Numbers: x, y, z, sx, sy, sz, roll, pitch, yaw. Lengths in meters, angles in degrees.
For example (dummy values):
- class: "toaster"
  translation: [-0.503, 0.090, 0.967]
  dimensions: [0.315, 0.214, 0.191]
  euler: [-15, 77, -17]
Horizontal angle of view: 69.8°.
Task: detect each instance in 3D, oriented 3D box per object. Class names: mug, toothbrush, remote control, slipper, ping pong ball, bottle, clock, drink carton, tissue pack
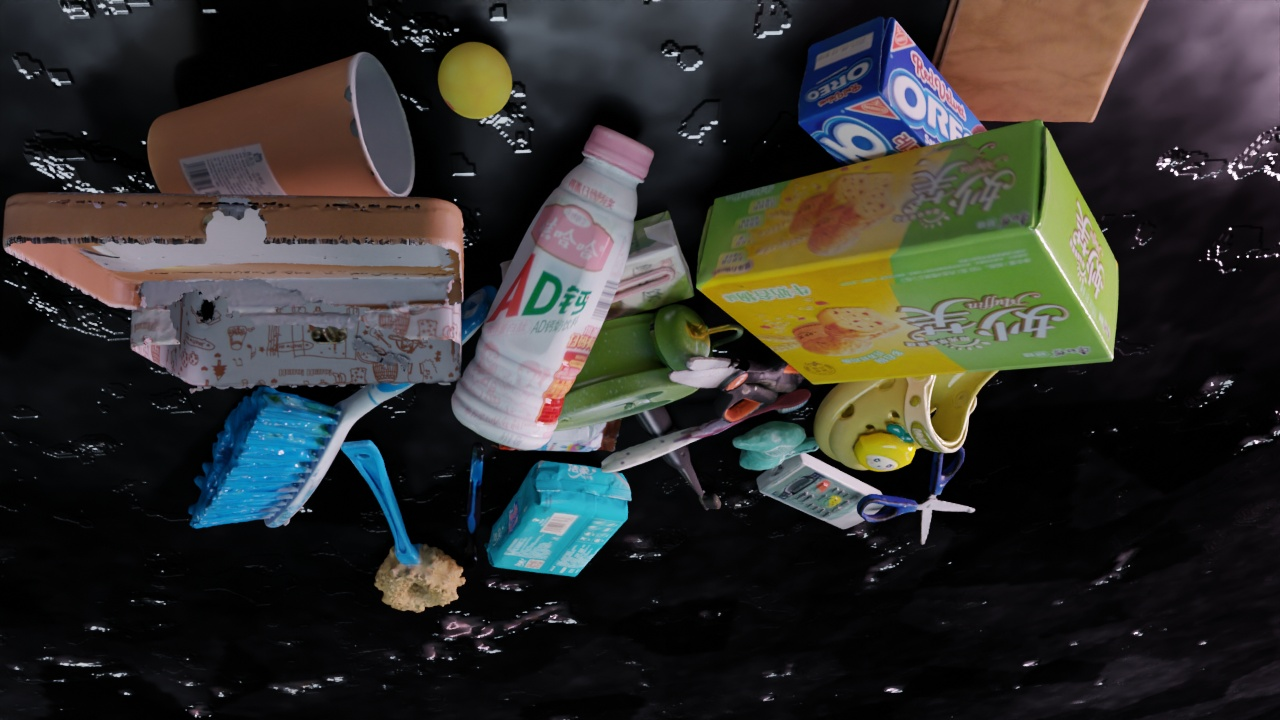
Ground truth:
- class: "mug"
  translation: [-0.196, -0.116, 0.502]
  dimensions: [0.123, 0.078, 0.078]
  euler: [-10, 139, 7]
- class: "toothbrush"
  translation: [-0.152, 0.136, 0.839]
  dimensions: [0.014, 0.016, 0.190]
  euler: [8, 134, -6]
- class: "remote control"
  translation: [0.175, 0.127, 0.880]
  dimensions: [0.135, 0.019, 0.056]
  euler: [28, 126, -34]
- class: "slipper"
  translation: [0.225, 0.036, 0.745]
  dimensions: [0.091, 0.081, 0.191]
  euler: [28, 124, -31]
- class: "toothbrush"
  translation: [0.055, 0.059, 0.760]
  dimensions: [0.187, 0.016, 0.017]
  euler: [-19, 150, -10]
- class: "ping pong ball"
  translation: [-0.091, -0.153, 0.503]
  dimensions: [0.040, 0.040, 0.040]
  euler: [-5, 138, -5]
- class: "toothbrush"
  translation: [0.030, 0.077, 0.794]
  dimensions: [0.027, 0.026, 0.213]
  euler: [-3, 143, 25]
- class: "bottle"
  translation: [-0.050, -0.045, 0.562]
  dimensions: [0.068, 0.068, 0.197]
  euler: [19, 100, -29]
- class: "clock"
  translation: [-0.004, 0.004, 0.650]
  dimensions: [0.161, 0.056, 0.116]
  euler: [-16, 172, 4]
- class: "drink carton"
  translation: [-0.029, -0.054, 0.622]
  dimensions: [0.122, 0.045, 0.053]
  euler: [-16, 137, 6]
- class: "tissue pack"
  translation: [-0.077, 0.147, 0.834]
  dimensions: [0.093, 0.050, 0.134]
  euler: [13, 134, -26]

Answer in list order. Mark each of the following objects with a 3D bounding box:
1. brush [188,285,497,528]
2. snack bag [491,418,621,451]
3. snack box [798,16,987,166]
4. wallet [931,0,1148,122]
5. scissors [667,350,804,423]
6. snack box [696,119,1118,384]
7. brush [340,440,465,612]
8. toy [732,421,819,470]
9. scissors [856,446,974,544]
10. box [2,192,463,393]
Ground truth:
- class: "brush"
  translation: [-0.231, 0.036, 0.684]
  dimensions: [0.109, 0.060, 0.315]
  euler: [18, 129, -35]
- class: "snack bag"
  translation: [-0.069, 0.060, 0.756]
  dimensions: [0.105, 0.026, 0.045]
  euler: [1, 134, -15]
- class: "snack box"
  translation: [0.179, -0.120, 0.565]
  dimensions: [0.207, 0.057, 0.058]
  euler: [31, 154, -37]
- class: "wallet"
  translation: [0.233, -0.188, 0.542]
  dimensions: [0.115, 0.020, 0.101]
  euler: [-2, 137, -4]
- class: "scissors"
  translation: [0.060, 0.023, 0.654]
  dimensions: [0.234, 0.021, 0.149]
  euler: [-15, 154, -47]
- class: "snack box"
  translation: [0.163, -0.052, 0.566]
  dimensions: [0.211, 0.070, 0.157]
  euler: [-6, 151, 40]
- class: "brush"
  translation: [-0.219, 0.153, 0.828]
  dimensions: [0.083, 0.045, 0.255]
  euler: [-5, 135, 1]
- class: "toy"
  translation: [0.117, 0.074, 0.798]
  dimensions: [0.096, 0.030, 0.092]
  euler: [-9, 160, -12]
- class: "scissors"
  translation: [0.279, 0.136, 0.903]
  dimensions: [0.174, 0.012, 0.163]
  euler: [-5, 132, -23]
- class: "box"
  translation: [-0.183, -0.042, 0.488]
  dimensions: [0.176, 0.082, 0.260]
  euler: [-1, 170, -10]
